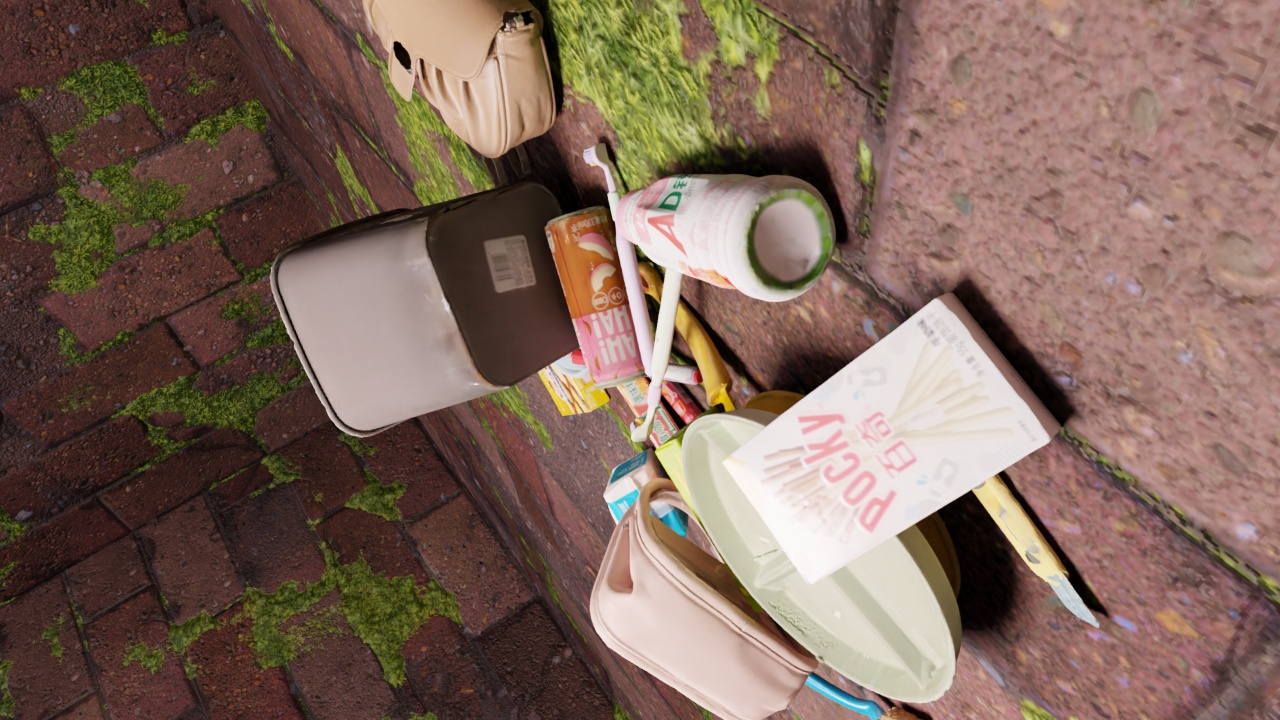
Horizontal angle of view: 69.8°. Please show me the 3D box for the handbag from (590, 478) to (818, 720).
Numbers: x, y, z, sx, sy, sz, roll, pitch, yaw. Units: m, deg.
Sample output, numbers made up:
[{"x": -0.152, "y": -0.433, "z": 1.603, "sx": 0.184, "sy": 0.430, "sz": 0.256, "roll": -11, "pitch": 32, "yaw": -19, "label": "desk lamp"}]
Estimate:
[{"x": 0.053, "y": 0.192, "z": 0.830, "sx": 0.193, "sy": 0.093, "sz": 0.233, "roll": 39, "pitch": -163, "yaw": -16, "label": "handbag"}]

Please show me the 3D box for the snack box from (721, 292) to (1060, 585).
[{"x": 0.123, "y": 0.045, "z": 0.476, "sx": 0.157, "sy": 0.026, "sz": 0.084, "roll": -43, "pitch": 77, "yaw": 32, "label": "snack box"}]

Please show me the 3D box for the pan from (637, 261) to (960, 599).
[{"x": 0.090, "y": 0.053, "z": 0.685, "sx": 0.357, "sy": 0.078, "sz": 0.198, "roll": 44, "pitch": 153, "yaw": 23, "label": "pan"}]

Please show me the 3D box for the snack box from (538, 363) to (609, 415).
[{"x": -0.088, "y": 0.021, "z": 1.119, "sx": 0.087, "sy": 0.033, "sz": 0.141, "roll": 61, "pitch": 163, "yaw": -5, "label": "snack box"}]

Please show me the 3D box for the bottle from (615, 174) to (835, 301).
[{"x": 0.040, "y": -0.084, "z": 0.572, "sx": 0.197, "sy": 0.068, "sz": 0.068, "roll": 28, "pitch": 145, "yaw": 63, "label": "bottle"}]

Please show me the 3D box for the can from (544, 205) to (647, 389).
[{"x": -0.034, "y": -0.053, "z": 0.775, "sx": 0.058, "sy": 0.057, "sz": 0.147, "roll": -3, "pitch": 105, "yaw": 70, "label": "can"}]

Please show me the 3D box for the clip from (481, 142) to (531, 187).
[{"x": -0.144, "y": -0.218, "z": 0.887, "sx": 0.103, "sy": 0.034, "sz": 0.076, "roll": 64, "pitch": 162, "yaw": 0, "label": "clip"}]

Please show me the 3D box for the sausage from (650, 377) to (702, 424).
[{"x": 0.035, "y": 0.035, "z": 0.837, "sx": 0.156, "sy": 0.020, "sz": 0.020, "roll": 51, "pitch": 161, "yaw": 21, "label": "sausage"}]

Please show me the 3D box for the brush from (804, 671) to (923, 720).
[{"x": 0.186, "y": 0.306, "z": 0.817, "sx": 0.255, "sy": 0.045, "sz": 0.083, "roll": 27, "pitch": 148, "yaw": 48, "label": "brush"}]

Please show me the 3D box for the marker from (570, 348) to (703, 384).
[{"x": -0.005, "y": 0.005, "z": 0.821, "sx": 0.145, "sy": 0.017, "sz": 0.017, "roll": 9, "pitch": 132, "yaw": 39, "label": "marker"}]

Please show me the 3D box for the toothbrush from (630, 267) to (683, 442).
[{"x": 0.014, "y": -0.008, "z": 0.707, "sx": 0.020, "sy": 0.029, "sz": 0.190, "roll": 24, "pitch": 134, "yaw": 14, "label": "toothbrush"}]

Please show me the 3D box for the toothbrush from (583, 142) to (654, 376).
[{"x": -0.012, "y": -0.077, "z": 0.728, "sx": 0.029, "sy": 0.021, "sz": 0.189, "roll": -87, "pitch": -18, "yaw": -77, "label": "toothbrush"}]

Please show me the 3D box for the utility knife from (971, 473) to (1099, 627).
[{"x": 0.191, "y": 0.068, "z": 0.500, "sx": 0.176, "sy": 0.019, "sz": 0.031, "roll": 51, "pitch": 167, "yaw": 8, "label": "utility knife"}]

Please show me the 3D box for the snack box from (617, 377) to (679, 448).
[{"x": 0.006, "y": 0.045, "z": 0.892, "sx": 0.155, "sy": 0.027, "sz": 0.077, "roll": 57, "pitch": 176, "yaw": 6, "label": "snack box"}]

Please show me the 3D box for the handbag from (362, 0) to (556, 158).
[{"x": -0.153, "y": -0.263, "z": 0.730, "sx": 0.204, "sy": 0.099, "sz": 0.148, "roll": 49, "pitch": 157, "yaw": 16, "label": "handbag"}]

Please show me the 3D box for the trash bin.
[{"x": -0.178, "y": -0.055, "z": 0.830, "sx": 0.220, "sy": 0.198, "sz": 0.198, "roll": -10, "pitch": 106, "yaw": 44, "label": "trash bin"}]

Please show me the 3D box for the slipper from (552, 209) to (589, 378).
[{"x": -0.086, "y": -0.056, "z": 0.927, "sx": 0.104, "sy": 0.074, "sz": 0.246, "roll": 49, "pitch": 158, "yaw": 26, "label": "slipper"}]

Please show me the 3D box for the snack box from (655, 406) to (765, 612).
[{"x": 0.079, "y": 0.121, "z": 0.765, "sx": 0.026, "sy": 0.085, "sz": 0.156, "roll": -32, "pitch": 90, "yaw": 31, "label": "snack box"}]

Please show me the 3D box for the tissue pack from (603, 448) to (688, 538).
[{"x": 0.006, "y": 0.153, "z": 0.979, "sx": 0.090, "sy": 0.063, "sz": 0.140, "roll": 60, "pitch": -175, "yaw": -2, "label": "tissue pack"}]

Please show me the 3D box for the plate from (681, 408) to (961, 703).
[{"x": 0.114, "y": 0.125, "z": 0.605, "sx": 0.230, "sy": 0.027, "sz": 0.231, "roll": 40, "pitch": 152, "yaw": 26, "label": "plate"}]
